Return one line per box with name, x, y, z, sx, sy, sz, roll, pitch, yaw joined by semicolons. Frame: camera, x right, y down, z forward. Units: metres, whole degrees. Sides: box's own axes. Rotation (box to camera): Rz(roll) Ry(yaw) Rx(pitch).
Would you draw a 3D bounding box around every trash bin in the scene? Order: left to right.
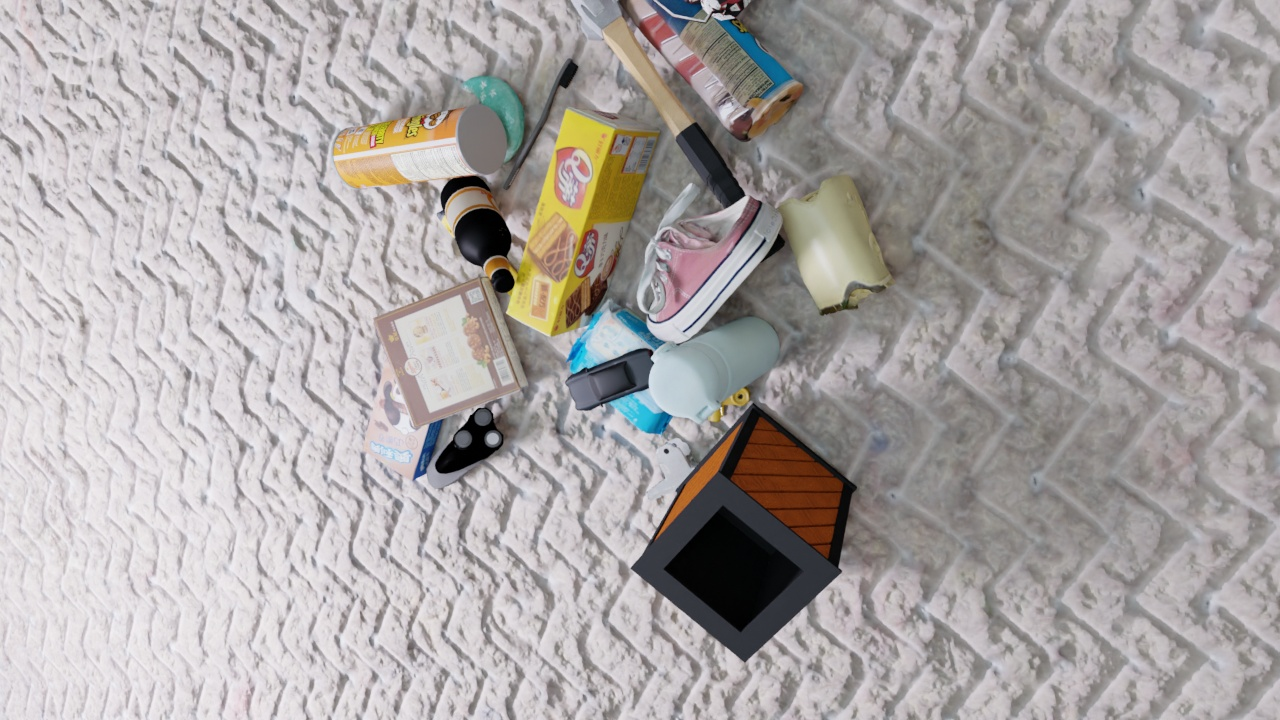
trash bin;0.108;0.164;0.913;0.139;0.171;0.140;39;115;2

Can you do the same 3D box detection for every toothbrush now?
toothbrush;-0.115;-0.262;1.032;0.013;0.012;0.168;37;115;6

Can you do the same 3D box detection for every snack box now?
snack box;-0.300;0.069;1.183;0.087;0.034;0.151;28;112;17
snack box;-0.227;-0.009;1.102;0.147;0.041;0.143;-20;92;9
snack box;-0.061;-0.146;0.976;0.062;0.109;0.231;27;112;19

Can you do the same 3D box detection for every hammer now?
hammer;0.036;-0.239;0.906;0.039;0.131;0.328;-35;89;2

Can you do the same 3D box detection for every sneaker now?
sneaker;0.045;-0.093;0.893;0.088;0.118;0.242;30;151;-9

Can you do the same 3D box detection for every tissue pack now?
tissue pack;-0.006;0.006;1.010;0.144;0.061;0.093;39;115;11

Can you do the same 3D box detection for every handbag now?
handbag;0.185;-0.107;0.863;0.081;0.111;0.119;-23;92;12

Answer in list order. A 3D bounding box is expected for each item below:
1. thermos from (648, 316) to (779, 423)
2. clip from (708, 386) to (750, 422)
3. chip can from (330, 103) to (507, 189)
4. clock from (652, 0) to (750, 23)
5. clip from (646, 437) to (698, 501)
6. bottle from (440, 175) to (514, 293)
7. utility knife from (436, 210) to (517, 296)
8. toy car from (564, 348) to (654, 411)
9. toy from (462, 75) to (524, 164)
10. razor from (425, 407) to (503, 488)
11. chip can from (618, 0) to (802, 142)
thermos;0.074;0.003;0.887;0.065;0.206;0.078;-42;82;27
clip;0.091;0.039;0.988;0.049;0.044;0.054;6;104;50
chip can;-0.257;-0.242;1.051;0.215;0.075;0.075;2;102;35
clock;0.063;-0.377;0.844;0.114;0.065;0.154;26;70;2
clip;0.040;0.119;1.025;0.102;0.049;0.058;-26;101;27
bottle;-0.173;-0.136;1.011;0.059;0.059;0.181;-55;42;25
utility knife;-0.179;-0.118;1.092;0.179;0.017;0.031;48;122;9
toy car;-0.030;0.021;0.968;0.112;0.034;0.046;-21;93;27
toy;-0.168;-0.271;1.046;0.085;0.033;0.105;7;106;36
razor;-0.225;0.117;1.149;0.157;0.060;0.057;-44;68;46
chip can;0.055;-0.320;0.901;0.229;0.079;0.080;50;117;9
